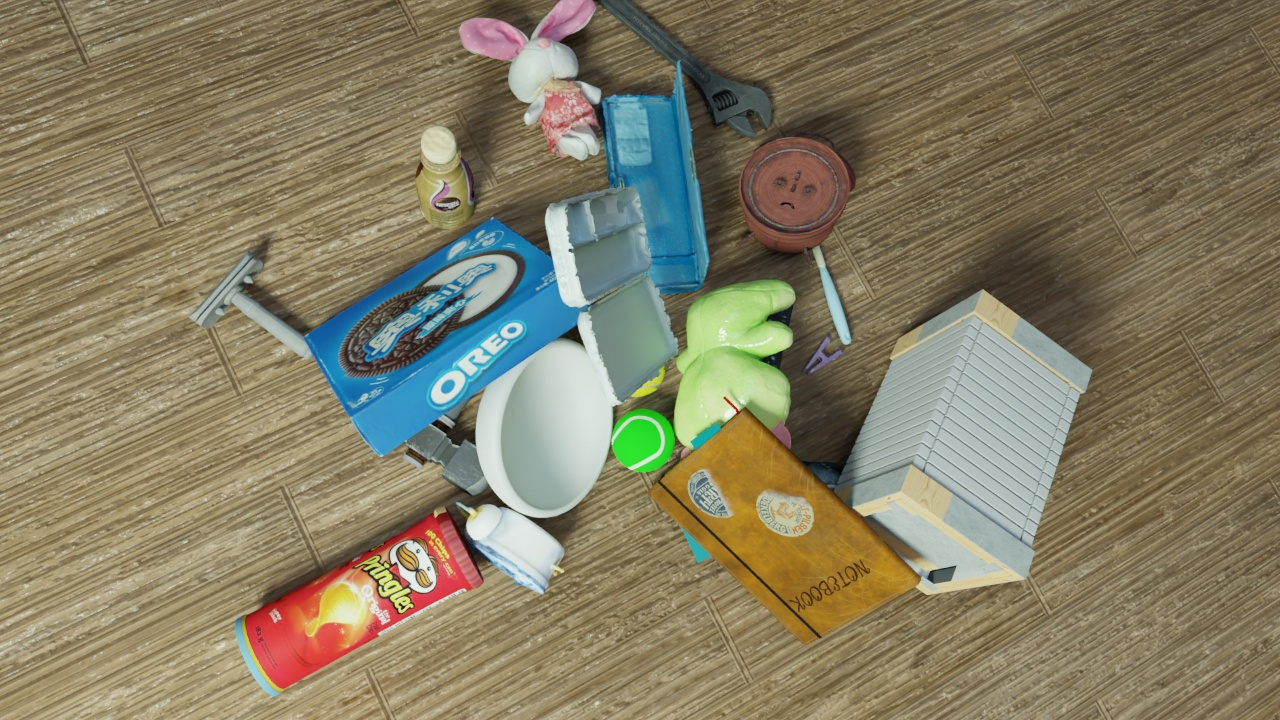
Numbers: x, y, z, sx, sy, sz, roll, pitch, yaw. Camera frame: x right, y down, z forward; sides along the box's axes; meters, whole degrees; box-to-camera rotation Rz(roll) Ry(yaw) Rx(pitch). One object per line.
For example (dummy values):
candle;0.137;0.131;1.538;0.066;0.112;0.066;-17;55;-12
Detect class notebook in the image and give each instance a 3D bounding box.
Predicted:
notebook;0.126;0.170;0.918;0.249;0.179;0.014;44;39;-1

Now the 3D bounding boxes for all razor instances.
razor;-0.382;-0.042;0.938;0.116;0.047;0.088;38;76;-7

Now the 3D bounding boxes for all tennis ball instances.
tennis ball;-0.006;0.006;0.968;0.065;0.065;0.065;2;78;-8
tennis ball;0.003;0.083;0.954;0.065;0.065;0.065;2;78;-8

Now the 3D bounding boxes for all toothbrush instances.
toothbrush;0.213;-0.092;1.046;0.022;0.016;0.155;-14;81;-11

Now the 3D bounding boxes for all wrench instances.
wrench;0.044;-0.357;1.076;0.273;0.018;0.073;41;76;3

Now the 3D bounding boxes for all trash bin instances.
trash bin;0.317;0.086;0.927;0.142;0.143;0.246;35;63;-6

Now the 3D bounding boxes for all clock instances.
clock;0.174;-0.191;1.021;0.120;0.072;0.157;18;75;11
clock;-0.133;0.178;0.903;0.125;0.089;0.051;35;70;-2

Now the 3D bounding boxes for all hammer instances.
hammer;-0.147;-0.026;0.970;0.156;0.043;0.321;33;73;-1

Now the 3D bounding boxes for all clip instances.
clip;0.208;-0.001;1.029;0.043;0.014;0.051;24;73;-6

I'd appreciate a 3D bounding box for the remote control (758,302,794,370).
remote control;0.133;-0.007;1.015;0.047;0.022;0.150;16;78;-5

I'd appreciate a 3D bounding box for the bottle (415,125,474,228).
bottle;-0.199;-0.187;0.927;0.059;0.166;0.059;2;78;-8

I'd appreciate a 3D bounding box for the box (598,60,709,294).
box;0.018;-0.195;0.990;0.094;0.112;0.231;-5;79;-10

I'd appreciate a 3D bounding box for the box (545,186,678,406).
box;-0.022;-0.069;0.870;0.045;0.209;0.191;-13;103;22

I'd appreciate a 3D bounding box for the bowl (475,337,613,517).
bowl;-0.105;0.064;0.914;0.066;0.176;0.176;5;73;36

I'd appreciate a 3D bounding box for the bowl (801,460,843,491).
bowl;0.193;0.157;0.973;0.110;0.055;0.110;2;79;-8

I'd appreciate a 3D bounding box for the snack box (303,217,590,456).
snack box;-0.191;-0.034;0.890;0.238;0.195;0.056;-36;127;-13

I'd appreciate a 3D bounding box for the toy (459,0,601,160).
toy;-0.099;-0.306;1.010;0.159;0.084;0.194;-18;81;-17

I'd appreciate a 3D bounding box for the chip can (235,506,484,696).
chip can;-0.264;0.227;0.875;0.213;0.087;0.087;-28;84;-12

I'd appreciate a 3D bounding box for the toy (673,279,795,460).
toy;0.090;0.012;0.942;0.107;0.150;0.196;30;57;-42
